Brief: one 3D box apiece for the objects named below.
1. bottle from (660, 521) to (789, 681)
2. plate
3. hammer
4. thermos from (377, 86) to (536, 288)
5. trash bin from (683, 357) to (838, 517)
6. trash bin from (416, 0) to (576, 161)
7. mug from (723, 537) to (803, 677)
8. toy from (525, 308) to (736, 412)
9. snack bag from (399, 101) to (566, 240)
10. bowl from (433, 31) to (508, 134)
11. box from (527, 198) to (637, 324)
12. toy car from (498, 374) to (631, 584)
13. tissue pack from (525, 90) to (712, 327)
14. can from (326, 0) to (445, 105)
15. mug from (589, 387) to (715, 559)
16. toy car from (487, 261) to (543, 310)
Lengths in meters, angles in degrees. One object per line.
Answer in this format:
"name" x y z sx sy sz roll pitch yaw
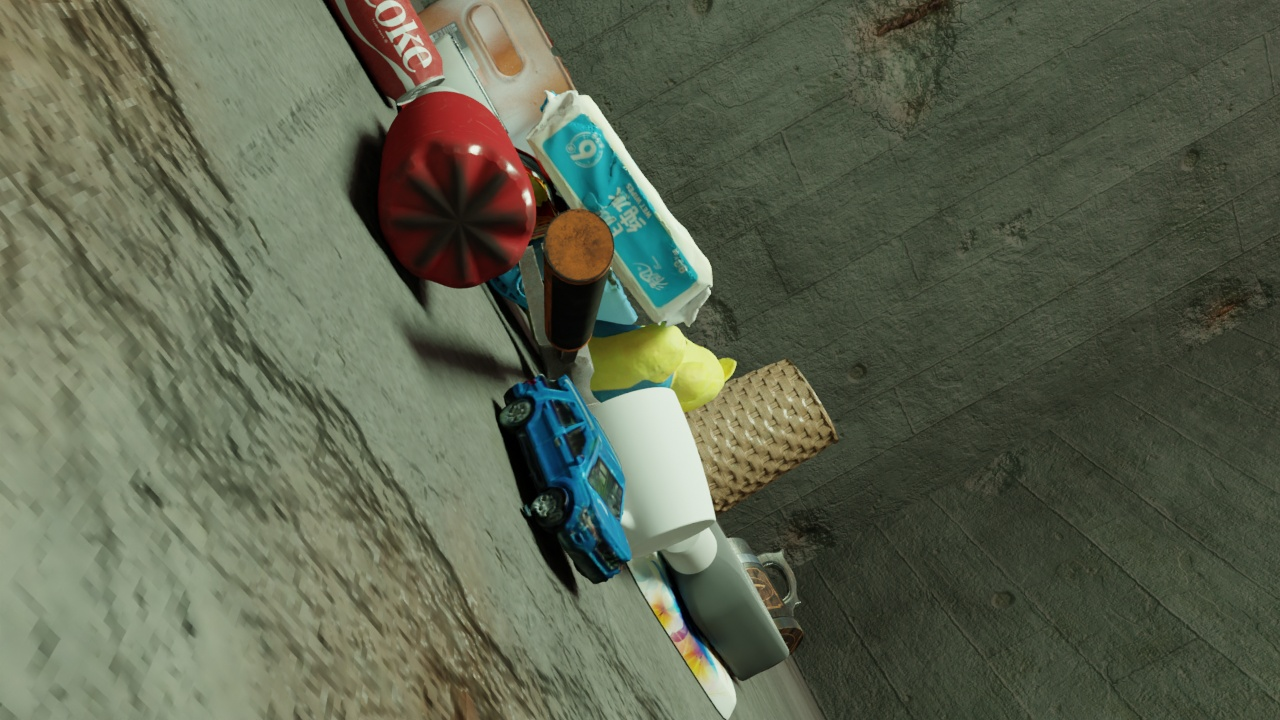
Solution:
"bottle" 0.055 0.164 0.678 0.083 0.046 0.174 62 1 42
"plate" 0.020 0.170 0.720 0.187 0.016 0.187 61 1 -24
"hammer" -0.043 -0.036 0.521 0.315 0.035 0.137 124 -49 -80
"thermos" -0.109 -0.114 0.520 0.073 0.073 0.239 60 1 -29
"trash bin" 0.109 0.091 1.100 0.151 0.210 0.151 60 1 -1
"trash bin" -0.168 -0.323 1.112 0.181 0.157 0.259 61 2 4
"mug" 0.113 0.236 0.899 0.107 0.115 0.080 -120 -147 -40
"toy" -0.005 0.005 0.815 0.149 0.084 0.214 17 -2 19
"snack bag" -0.120 -0.159 0.718 0.138 0.067 0.207 20 24 -25
"bowl" -0.189 -0.262 0.924 0.116 0.066 0.116 61 1 -3
"box" -0.087 -0.100 0.886 0.112 0.094 0.231 58 0 24
"toy car" -0.034 0.052 0.448 0.056 0.043 0.120 60 2 -41
"tissue pack" -0.017 -0.123 0.718 0.209 0.066 0.117 55 7 -10
"can" -0.191 -0.247 0.692 0.096 0.054 0.054 61 1 -12
"mug" -0.010 0.074 0.576 0.114 0.081 0.087 3 59 -51
"toy car" -0.105 -0.072 0.712 0.105 0.032 0.048 47 3 4
